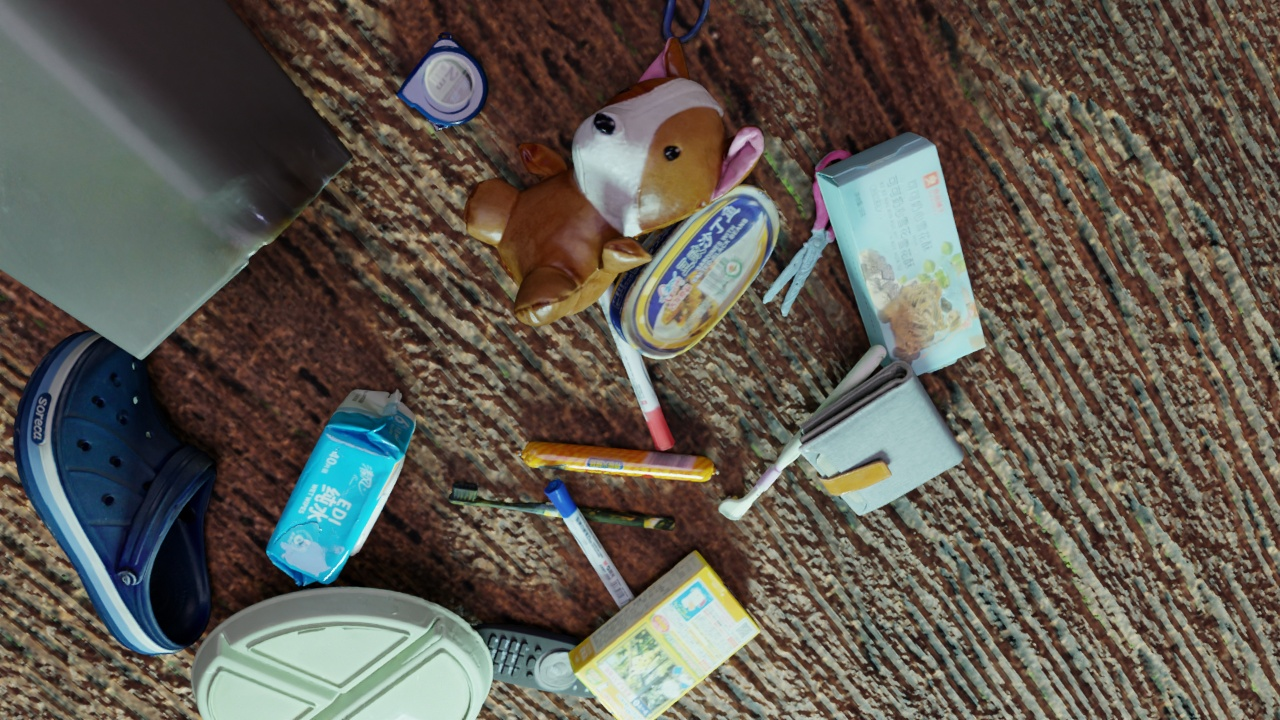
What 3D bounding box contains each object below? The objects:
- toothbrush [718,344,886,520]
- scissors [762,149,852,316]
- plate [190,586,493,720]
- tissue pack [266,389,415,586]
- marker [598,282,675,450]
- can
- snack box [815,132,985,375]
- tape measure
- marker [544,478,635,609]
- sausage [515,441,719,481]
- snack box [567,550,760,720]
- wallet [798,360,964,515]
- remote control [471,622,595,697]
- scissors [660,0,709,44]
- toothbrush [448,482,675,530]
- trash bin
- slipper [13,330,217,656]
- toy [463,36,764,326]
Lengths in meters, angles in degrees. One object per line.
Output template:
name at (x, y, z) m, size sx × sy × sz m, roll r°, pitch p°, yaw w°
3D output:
toothbrush at (0.126, 0.058, 0.720) m, size 0.029 × 0.020 × 0.190 m, roll 16°, pitch 122°, yaw -40°
scissors at (0.146, -0.089, 0.708) m, size 0.076 × 0.017 × 0.138 m, roll 17°, pitch 107°, yaw -19°
plate at (-0.232, 0.261, 0.721) m, size 0.230 × 0.027 × 0.231 m, roll -4°, pitch 128°, yaw -6°
tissue pack at (-0.218, 0.091, 0.683) m, size 0.063 × 0.090 × 0.140 m, roll 28°, pitch 101°, yaw -12°
marker at (-0.004, 0.004, 0.717) m, size 0.017 × 0.017 × 0.145 m, roll -20°, pitch 106°, yaw 0°
can at (0.039, -0.067, 0.675) m, size 0.074 × 0.049 × 0.148 m, roll 40°, pitch 92°, yaw -17°
snack box at (0.196, -0.074, 0.685) m, size 0.074 × 0.051 × 0.175 m, roll -23°, pitch 115°, yaw 2°
tape measure at (-0.135, -0.192, 0.645) m, size 0.054 × 0.025 × 0.058 m, roll 39°, pitch 103°, yaw -16°
marker at (-0.037, 0.156, 0.748) m, size 0.017 × 0.017 × 0.146 m, roll -27°, pitch 114°, yaw 2°
sausage at (-0.017, 0.081, 0.735) m, size 0.165 × 0.021 × 0.021 m, roll 6°, pitch 105°, yaw -6°
snack box at (0.020, 0.234, 0.763) m, size 0.140 × 0.034 × 0.087 m, roll -40°, pitch 112°, yaw -4°
wallet at (0.187, 0.069, 0.715) m, size 0.107 × 0.037 × 0.129 m, roll -35°, pitch 133°, yaw 10°
remote control at (-0.087, 0.251, 0.775) m, size 0.136 × 0.024 × 0.053 m, roll 17°, pitch 101°, yaw -12°
scissors at (0.021, -0.306, 0.634) m, size 0.162 × 0.012 × 0.176 m, roll -1°, pitch 105°, yaw -5°
toothbrush at (-0.062, 0.120, 0.746) m, size 0.185 × 0.012 × 0.017 m, roll 9°, pitch 114°, yaw -8°
trash bin at (-0.319, -0.143, 0.553) m, size 0.199 × 0.198 × 0.220 m, roll -33°, pitch 115°, yaw 24°
slipper at (-0.359, 0.103, 0.665) m, size 0.095 × 0.105 × 0.253 m, roll -6°, pitch 109°, yaw 4°
toy at (-0.022, -0.121, 0.621) m, size 0.200 × 0.130 × 0.140 m, roll -36°, pitch 71°, yaw 8°
